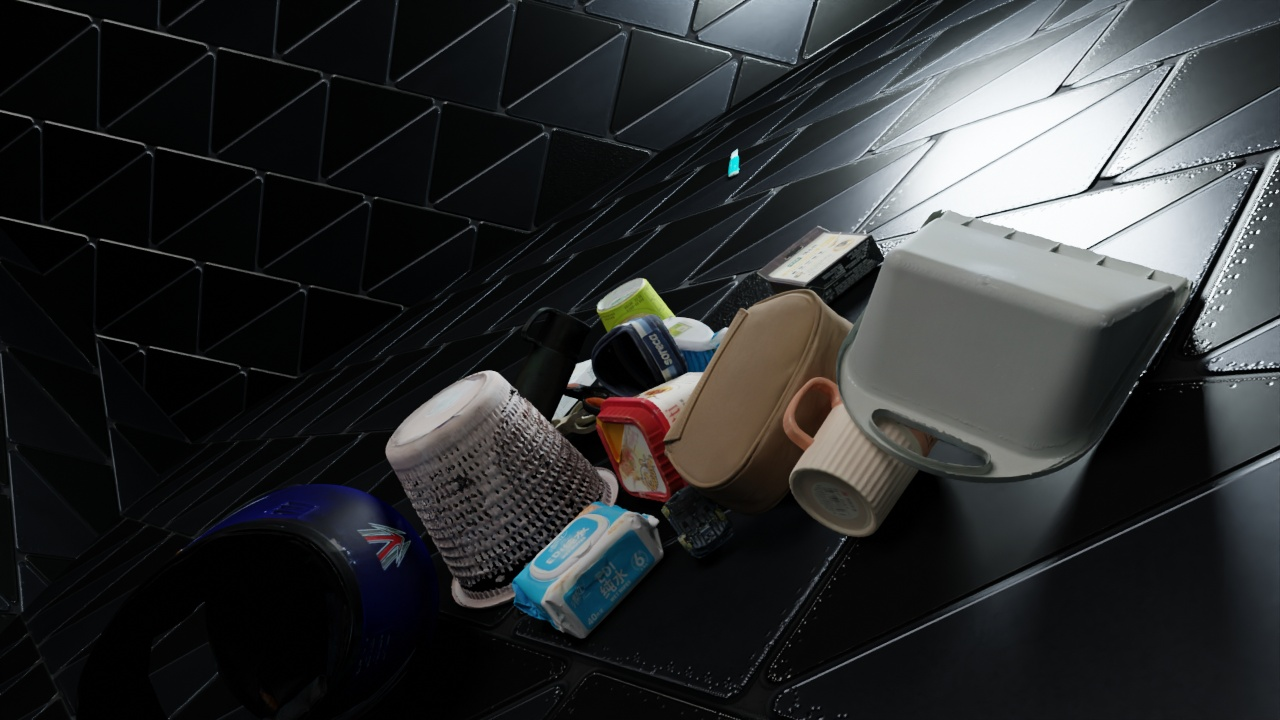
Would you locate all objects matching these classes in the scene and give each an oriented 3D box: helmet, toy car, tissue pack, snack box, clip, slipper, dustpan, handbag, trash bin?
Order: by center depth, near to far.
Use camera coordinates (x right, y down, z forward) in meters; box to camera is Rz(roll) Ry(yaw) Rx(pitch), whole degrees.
[{"bbox_3d":[0.282,-0.014,0.738,0.223,0.143,0.257,25,26,30],"label":"dustpan"},{"bbox_3d":[0.112,0.038,0.838,0.204,0.099,0.148,-59,30,-9],"label":"handbag"},{"bbox_3d":[0.053,0.148,0.849,0.049,0.031,0.105,-34,20,-3],"label":"toy car"},{"bbox_3d":[-0.050,0.191,0.862,0.139,0.063,0.090,-42,20,-23],"label":"tissue pack"},{"bbox_3d":[-0.349,0.266,0.907,0.315,0.247,0.240,-36,-9,2],"label":"helmet"},{"bbox_3d":[-0.167,0.128,1.021,0.228,0.192,0.227,-30,18,11],"label":"trash bin"},{"bbox_3d":[-0.007,0.006,1.104,0.095,0.105,0.253,-27,2,-9],"label":"slipper"},{"bbox_3d":[0.233,-0.122,1.195,0.113,0.053,0.126,-37,18,-10],"label":"snack box"},{"bbox_3d":[-0.093,0.085,1.252,0.101,0.035,0.074,-28,20,23],"label":"clip"},{"bbox_3d":[-0.129,0.058,1.392,0.085,0.027,0.156,-15,25,44],"label":"snack box"}]

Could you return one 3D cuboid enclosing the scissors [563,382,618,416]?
[{"bbox_3d":[-0.071,0.042,1.237,0.139,0.022,0.235,-12,20,-25],"label":"scissors"}]

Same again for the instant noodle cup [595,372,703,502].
[{"bbox_3d":[0.037,0.073,0.960,0.124,0.116,0.117,-30,14,-30],"label":"instant noodle cup"}]

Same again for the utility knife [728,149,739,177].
[{"bbox_3d":[0.219,-0.460,2.135,0.029,0.013,0.218,-29,21,20],"label":"utility knife"}]

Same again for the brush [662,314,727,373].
[{"bbox_3d":[0.085,-0.009,1.074,0.060,0.109,0.315,-31,20,-12],"label":"brush"}]

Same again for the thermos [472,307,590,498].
[{"bbox_3d":[-0.150,0.050,1.182,0.068,0.090,0.242,13,77,55],"label":"thermos"}]

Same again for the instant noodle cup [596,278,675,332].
[{"bbox_3d":[0.002,-0.043,1.271,0.112,0.123,0.111,-30,19,11],"label":"instant noodle cup"}]

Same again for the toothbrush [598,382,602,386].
[{"bbox_3d":[-0.034,0.013,1.292,0.016,0.016,0.180,4,9,10],"label":"toothbrush"}]

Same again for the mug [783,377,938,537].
[{"bbox_3d":[0.167,0.067,0.738,0.105,0.114,0.082,-47,-6,-30],"label":"mug"}]
